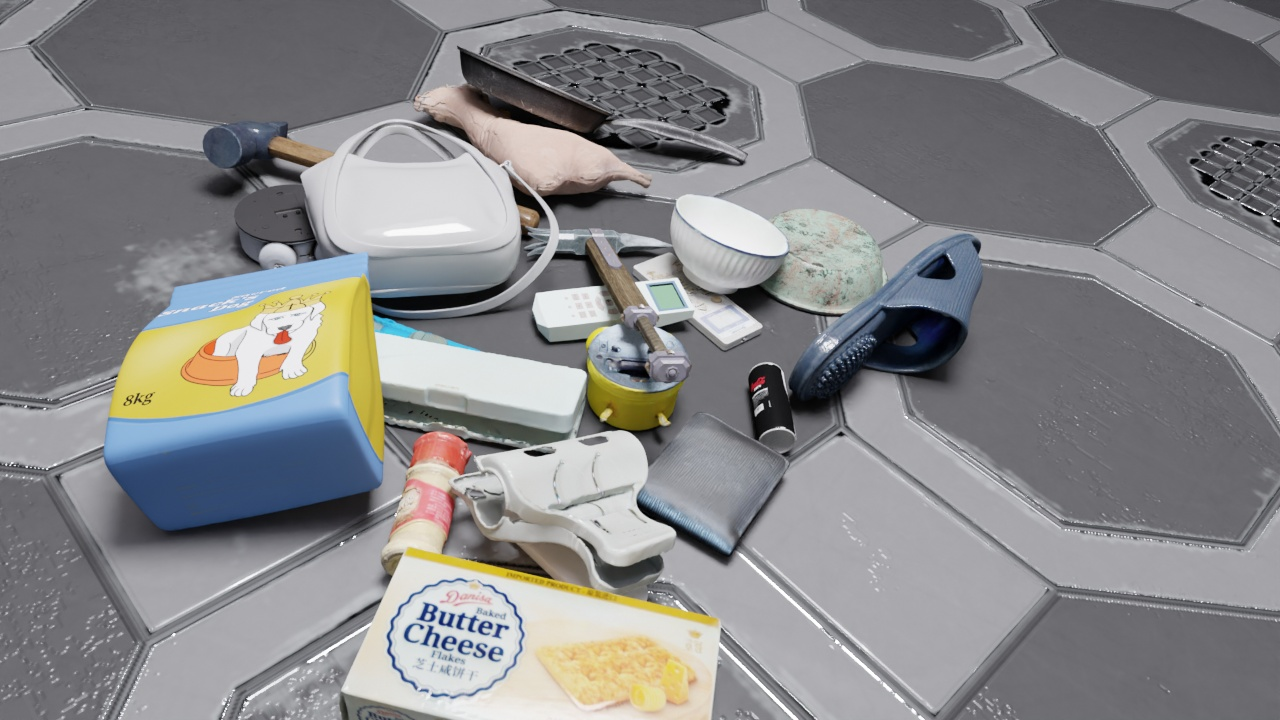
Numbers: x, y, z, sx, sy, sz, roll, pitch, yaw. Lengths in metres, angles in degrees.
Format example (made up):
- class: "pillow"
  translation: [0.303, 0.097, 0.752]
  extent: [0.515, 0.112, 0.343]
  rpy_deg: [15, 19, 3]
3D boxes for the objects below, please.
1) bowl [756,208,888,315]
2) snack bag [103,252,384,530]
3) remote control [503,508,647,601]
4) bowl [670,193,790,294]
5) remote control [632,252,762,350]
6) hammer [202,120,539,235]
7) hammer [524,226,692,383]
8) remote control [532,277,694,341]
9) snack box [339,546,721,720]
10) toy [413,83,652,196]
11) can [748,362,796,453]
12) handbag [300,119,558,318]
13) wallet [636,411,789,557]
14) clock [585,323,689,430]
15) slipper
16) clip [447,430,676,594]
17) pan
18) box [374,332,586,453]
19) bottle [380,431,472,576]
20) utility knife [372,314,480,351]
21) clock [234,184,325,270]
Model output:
- class: "bowl"
  translation: [0.184, -0.110, 0.946]
  extent: [0.157, 0.039, 0.157]
  rpy_deg: [6, 42, -5]
- class: "snack bag"
  translation: [-0.271, 0.002, 0.656]
  extent: [0.159, 0.102, 0.205]
  rpy_deg: [-11, 48, -5]
- class: "remote control"
  translation: [-0.050, 0.134, 0.647]
  extent: [0.136, 0.013, 0.043]
  rpy_deg: [37, 48, 26]
- class: "bowl"
  translation: [0.079, -0.106, 0.889]
  extent: [0.118, 0.062, 0.118]
  rpy_deg: [17, 31, -10]
- class: "remote control"
  translation: [0.053, -0.060, 0.884]
  extent: [0.050, 0.011, 0.136]
  rpy_deg: [-25, 52, -33]
- class: "hammer"
  translation: [-0.258, -0.184, 0.931]
  extent: [0.322, 0.040, 0.129]
  rpy_deg: [17, 21, 1]
- class: "hammer"
  translation: [-0.008, -0.057, 0.789]
  extent: [0.147, 0.028, 0.316]
  rpy_deg: [-1, 25, -14]
- class: "remote control"
  translation: [-0.027, -0.045, 0.841]
  extent: [0.143, 0.024, 0.049]
  rpy_deg: [-8, 44, -17]
- class: "snack box"
  translation: [-0.060, 0.189, 0.551]
  extent: [0.208, 0.058, 0.104]
  rpy_deg: [13, 42, 2]
- class: "toy"
  translation: [-0.129, -0.249, 1.032]
  extent: [0.195, 0.065, 0.264]
  rpy_deg: [-6, 36, -33]
- class: "can"
  translation: [0.110, 0.039, 0.771]
  extent: [0.031, 0.032, 0.080]
  rpy_deg: [5, 42, -6]
- class: "handbag"
  translation: [-0.200, -0.151, 0.856]
  extent: [0.215, 0.096, 0.222]
  rpy_deg: [-5, 49, -19]
- class: "wallet"
  translation: [0.056, 0.091, 0.707]
  extent: [0.089, 0.026, 0.114]
  rpy_deg: [27, 44, 16]
- class: "clock"
  translation: [-0.005, 0.004, 0.767]
  extent: [0.083, 0.057, 0.118]
  rpy_deg: [4, 42, -6]
- class: "slipper"
  translation: [0.243, -0.024, 0.829]
  extent: [0.262, 0.101, 0.082]
  rpy_deg: [-32, 64, -30]
- class: "clip"
  translation: [-0.040, 0.087, 0.621]
  extent: [0.126, 0.097, 0.152]
  rpy_deg: [-8, 21, -42]
- class: "pan"
  translation: [-0.042, -0.284, 1.059]
  extent: [0.356, 0.055, 0.187]
  rpy_deg: [20, 14, -16]
- class: "box"
  translation: [-0.143, 0.020, 0.730]
  extent: [0.199, 0.066, 0.082]
  rpy_deg: [9, 57, 3]
- class: "bottle"
  translation: [-0.149, 0.101, 0.642]
  extent: [0.044, 0.044, 0.108]
  rpy_deg: [8, 42, -3]
- class: "utility knife"
  translation: [-0.164, -0.009, 0.782]
  extent: [0.179, 0.015, 0.031]
  rpy_deg: [18, 47, 6]
- class: "clock"
  translation: [-0.323, -0.118, 0.855]
  extent: [0.094, 0.035, 0.122]
  rpy_deg: [-16, 49, -27]
